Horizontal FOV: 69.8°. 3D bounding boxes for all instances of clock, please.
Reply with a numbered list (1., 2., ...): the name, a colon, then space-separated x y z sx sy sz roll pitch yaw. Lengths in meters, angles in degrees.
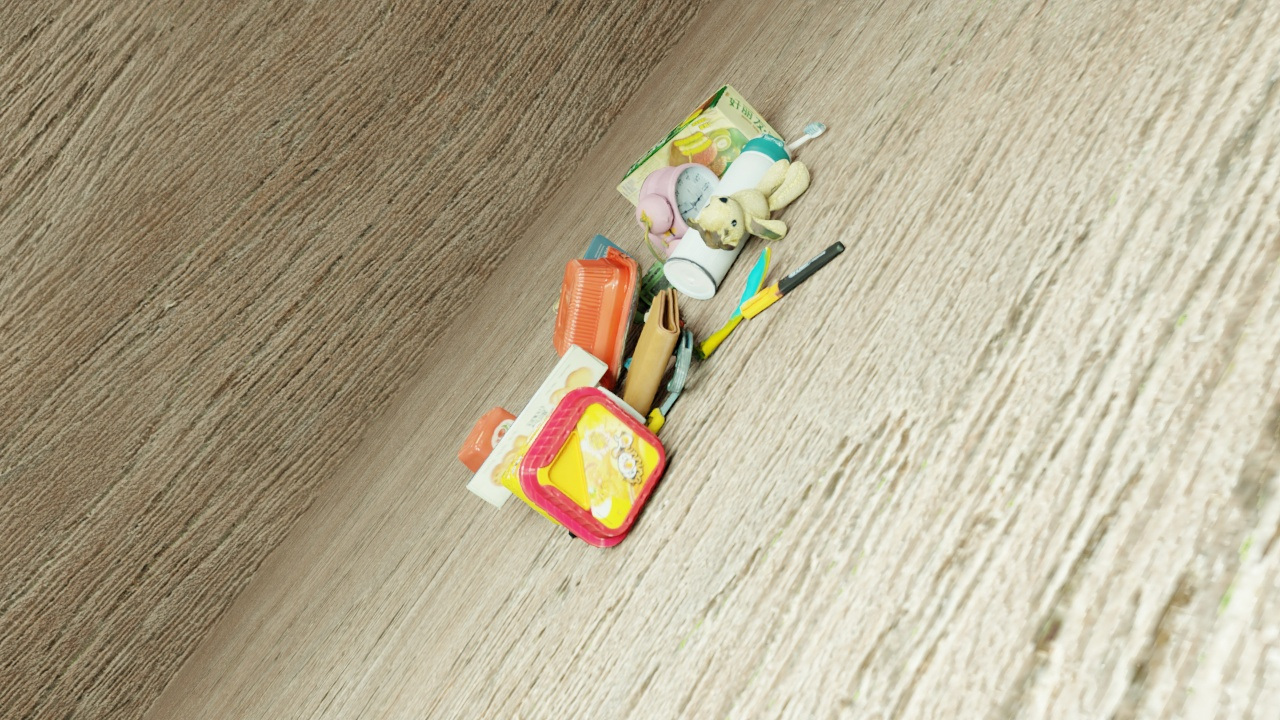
1. clock: 0.051 -0.184 1.172 0.060 0.117 0.158 -10 39 49

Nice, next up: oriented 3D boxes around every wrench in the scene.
1. wrench: 0.036 -0.028 0.994 0.273 0.016 0.056 -95 22 -74

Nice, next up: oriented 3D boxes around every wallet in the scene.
1. wallet: 0.009 0.002 0.939 0.107 0.031 0.132 -85 14 -61

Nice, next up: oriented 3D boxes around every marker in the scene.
1. marker: 0.141 -0.075 0.863 0.124 0.015 0.018 -36 26 36

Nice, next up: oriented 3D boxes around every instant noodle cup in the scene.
1. instant noodle cup: -0.059 -0.060 1.152 0.189 0.079 0.164 -131 51 -74
2. instant noodle cup: -0.059 0.098 0.829 0.116 0.116 0.124 -58 18 -24

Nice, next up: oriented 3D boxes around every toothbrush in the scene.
1. toothbrush: 0.157 -0.247 1.179 0.222 0.026 0.026 -29 52 52

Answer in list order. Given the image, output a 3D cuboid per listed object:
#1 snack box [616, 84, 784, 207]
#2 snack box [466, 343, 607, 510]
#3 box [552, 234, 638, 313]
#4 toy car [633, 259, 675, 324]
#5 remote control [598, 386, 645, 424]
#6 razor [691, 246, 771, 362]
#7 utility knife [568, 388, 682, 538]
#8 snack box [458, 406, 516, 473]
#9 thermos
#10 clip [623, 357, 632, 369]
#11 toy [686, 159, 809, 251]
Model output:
1. snack box: 0.079 -0.274 1.291 0.241 0.114 0.063 -30 25 51
2. snack box: -0.106 0.066 0.988 0.178 0.046 0.182 -53 3 -2
3. box: -0.062 -0.113 1.358 0.063 0.090 0.183 -47 17 35
4. toy car: 0.014 -0.087 1.179 0.091 0.043 0.036 -49 16 7
5. remote control: -0.038 0.066 0.903 0.019 0.056 0.135 -54 3 -26
6. razor: 0.094 -0.055 0.916 0.132 0.028 0.043 -55 3 5
7. utility knife: -0.013 0.094 0.899 0.190 0.015 0.033 -54 19 -13
8. snack box: -0.186 0.115 1.201 0.082 0.080 0.091 -34 23 47
9. thermos: 0.109 -0.175 1.083 0.223 0.073 0.073 -57 17 -24
10. clip: -0.005 0.005 1.081 0.034 0.013 0.055 -55 16 -17
11. toy: 0.123 -0.172 0.999 0.156 0.105 0.066 -38 -33 -29
